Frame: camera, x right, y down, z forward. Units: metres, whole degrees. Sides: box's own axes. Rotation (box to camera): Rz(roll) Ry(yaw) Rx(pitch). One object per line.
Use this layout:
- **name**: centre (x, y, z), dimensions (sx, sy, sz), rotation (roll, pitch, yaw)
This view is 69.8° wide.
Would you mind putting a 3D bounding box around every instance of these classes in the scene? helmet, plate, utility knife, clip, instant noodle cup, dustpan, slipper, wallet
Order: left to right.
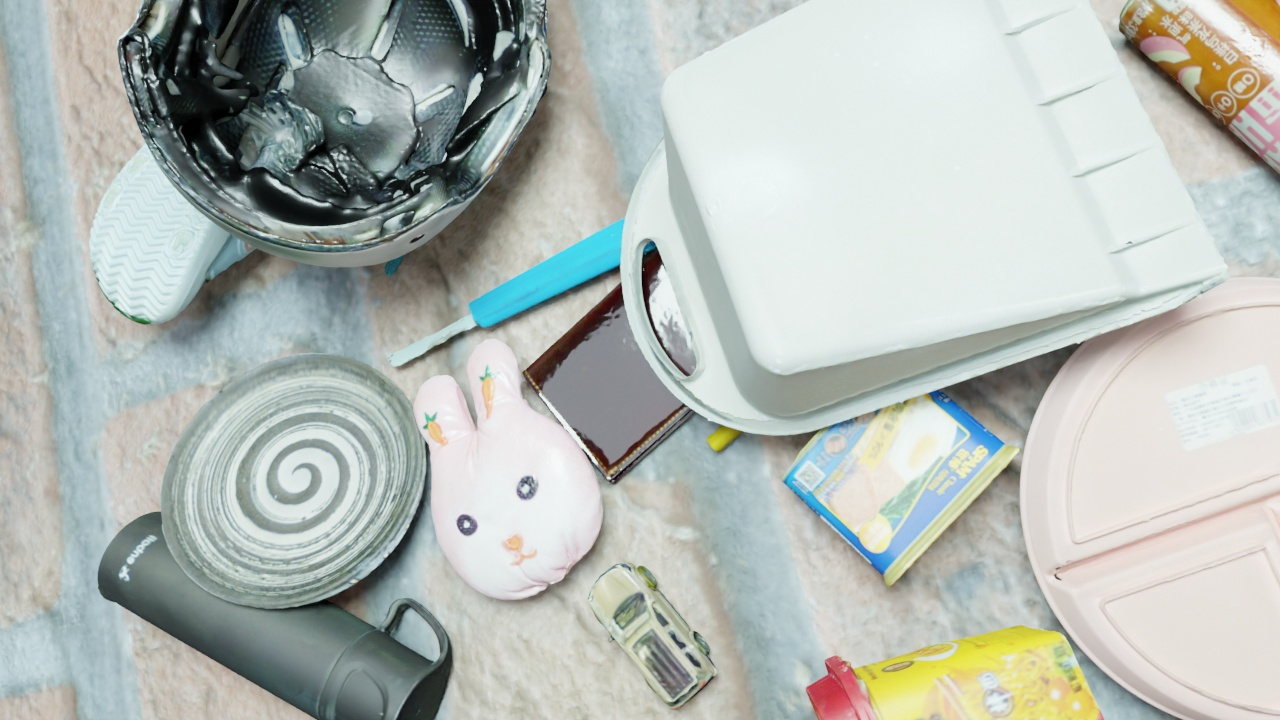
- **slipper**: centre (-0.301, -0.134, 0.668), dimensions (0.104, 0.074, 0.245), rotation (24, 74, 20)
- **plate**: centre (-0.230, 0.080, 0.620), dimensions (0.179, 0.024, 0.179), rotation (-2, 64, 4)
- **helmet**: centre (-0.186, -0.177, 0.584), dimensions (0.230, 0.157, 0.273), rotation (21, 68, -15)
- **clip**: centre (-0.173, -0.089, 0.650), dimensions (0.038, 0.013, 0.055), rotation (34, 93, 18)
- **utility knife**: centre (-0.082, -0.044, 0.611), dimensions (0.217, 0.018, 0.034), rotation (-25, 42, 14)
- **wallet**: centre (-0.003, 0.003, 0.582), dimensions (0.122, 0.020, 0.096), rotation (-42, 77, 7)
- **dustpan**: centre (0.109, -0.078, 0.494), dimensions (0.258, 0.143, 0.222), rotation (-19, 76, 2)
- **instant noodle cup**: centre (0.162, 0.193, 0.462), dimensions (0.123, 0.116, 0.116), rotation (-22, 76, 1)
- **plate**: centre (0.308, 0.070, 0.450), dimensions (0.229, 0.028, 0.229), rotation (-1, 85, 7)

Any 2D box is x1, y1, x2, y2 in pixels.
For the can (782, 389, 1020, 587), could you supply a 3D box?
- **can**: centre (0.142, 0.060, 0.510), dimensions (0.083, 0.057, 0.102), rotation (44, 96, 20)

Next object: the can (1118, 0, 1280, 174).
- **can**: centre (0.325, -0.151, 0.480), dimensions (0.058, 0.058, 0.147), rotation (-40, 73, 8)

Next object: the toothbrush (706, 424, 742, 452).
- **toothbrush**: centre (0.109, -0.015, 0.551), dimensions (0.190, 0.015, 0.016), rotation (-45, 68, 7)

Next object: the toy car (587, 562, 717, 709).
- **toy car**: centre (0.004, 0.162, 0.550), dimensions (0.042, 0.035, 0.090), rotation (-43, 70, 6)

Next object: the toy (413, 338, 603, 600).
- **toy**: centre (-0.091, 0.070, 0.580), dimensions (0.121, 0.054, 0.159), rotation (-35, 74, 21)

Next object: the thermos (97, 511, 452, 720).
- **thermos**: centre (-0.240, 0.171, 0.615), dimensions (0.243, 0.068, 0.089), rotation (20, 57, 17)
